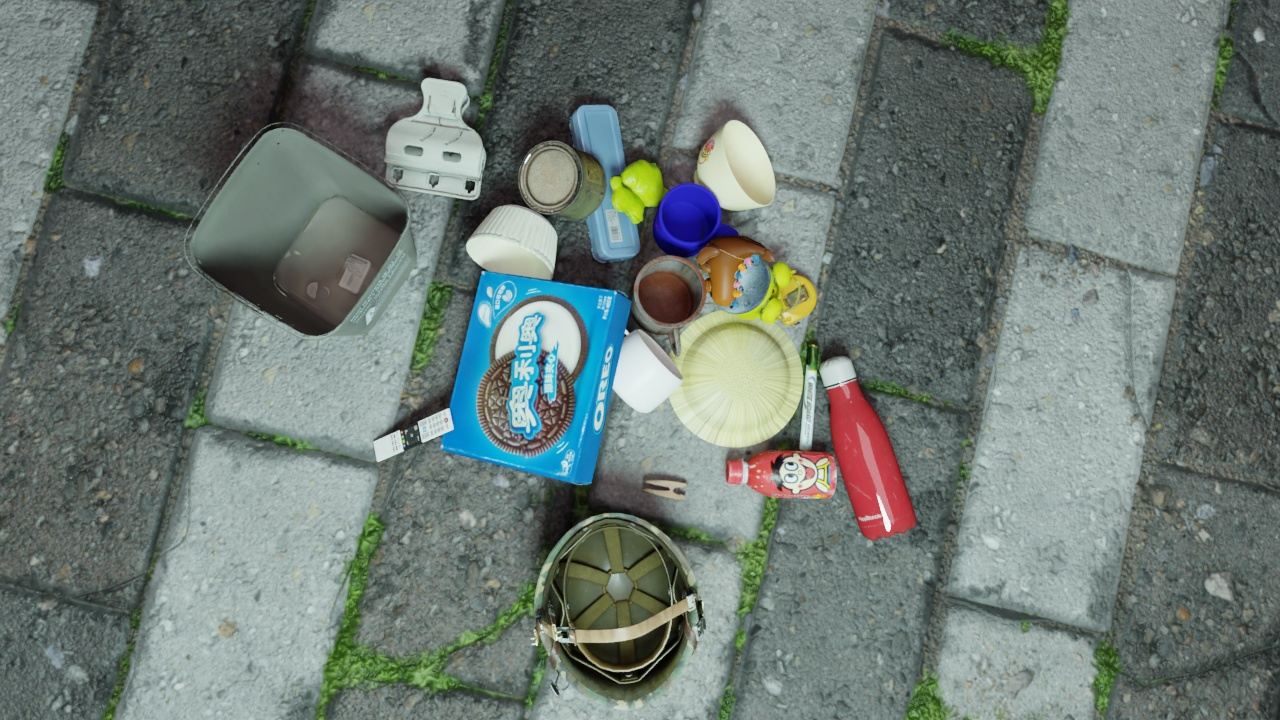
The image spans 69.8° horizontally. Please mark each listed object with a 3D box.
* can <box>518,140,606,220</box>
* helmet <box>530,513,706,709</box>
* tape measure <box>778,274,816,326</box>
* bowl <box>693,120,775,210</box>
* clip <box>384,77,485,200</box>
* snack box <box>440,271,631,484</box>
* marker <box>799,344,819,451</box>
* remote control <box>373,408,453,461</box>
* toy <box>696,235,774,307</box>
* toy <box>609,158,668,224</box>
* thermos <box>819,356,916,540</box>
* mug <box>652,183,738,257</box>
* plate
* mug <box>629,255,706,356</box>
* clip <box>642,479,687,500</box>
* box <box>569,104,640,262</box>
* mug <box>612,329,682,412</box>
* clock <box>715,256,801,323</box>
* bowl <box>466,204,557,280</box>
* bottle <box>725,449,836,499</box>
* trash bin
[{"bbox_3d":[-0.098,-0.226,1.157,0.090,0.074,0.090,1,92,22],"label":"can"},{"bbox_3d":[-0.024,0.293,1.072,0.192,0.236,0.224,-8,76,0],"label":"helmet"},{"bbox_3d":[0.205,-0.083,1.224,0.059,0.030,0.068,-28,89,-4],"label":"tape measure"},{"bbox_3d":[0.113,-0.244,1.201,0.074,0.117,0.118,-20,87,36],"label":"bowl"},{"bbox_3d":[-0.260,-0.290,1.183,0.125,0.089,0.150,9,95,-6],"label":"clip"},{"bbox_3d":[-0.130,0.017,1.137,0.196,0.056,0.238,10,86,24],"label":"snack box"},{"bbox_3d":[0.225,0.051,1.222,0.017,0.017,0.146,5,86,-4],"label":"marker"},{"bbox_3d":[-0.284,0.095,1.155,0.124,0.011,0.028,-23,71,22],"label":"remote control"},{"bbox_3d":[0.120,-0.109,1.134,0.070,0.103,0.090,-16,113,-46],"label":"toy"},{"bbox_3d":[-0.003,-0.221,1.196,0.094,0.036,0.093,30,67,-40],"label":"toy"},{"bbox_3d":[0.288,0.110,1.195,0.073,0.073,0.240,-18,87,-6],"label":"thermos"},{"bbox_3d":[0.074,-0.174,1.193,0.111,0.083,0.079,21,84,-3],"label":"mug"},{"bbox_3d":[0.127,0.021,1.207,0.184,0.036,0.184,0,86,-5],"label":"plate"},{"bbox_3d":[0.035,-0.065,1.172,0.096,0.110,0.123,-8,87,0],"label":"mug"},{"bbox_3d":[0.032,0.170,1.197,0.061,0.026,0.049,-24,92,-13],"label":"clip"},{"bbox_3d":[-0.049,-0.234,1.222,0.067,0.052,0.209,-9,89,-27],"label":"box"},{"bbox_3d":[-0.007,0.007,1.163,0.068,0.094,0.115,-42,98,10],"label":"mug"},{"bbox_3d":[0.149,-0.092,1.186,0.119,0.057,0.083,12,83,28],"label":"clock"},{"bbox_3d":[-0.156,-0.150,1.165,0.115,0.115,0.062,20,69,-3],"label":"bowl"},{"bbox_3d":[0.180,0.147,1.190,0.137,0.062,0.062,2,86,-5],"label":"bottle"},{"bbox_3d":[-0.375,-0.131,1.085,0.197,0.220,0.197,33,84,-2],"label":"trash bin"}]
